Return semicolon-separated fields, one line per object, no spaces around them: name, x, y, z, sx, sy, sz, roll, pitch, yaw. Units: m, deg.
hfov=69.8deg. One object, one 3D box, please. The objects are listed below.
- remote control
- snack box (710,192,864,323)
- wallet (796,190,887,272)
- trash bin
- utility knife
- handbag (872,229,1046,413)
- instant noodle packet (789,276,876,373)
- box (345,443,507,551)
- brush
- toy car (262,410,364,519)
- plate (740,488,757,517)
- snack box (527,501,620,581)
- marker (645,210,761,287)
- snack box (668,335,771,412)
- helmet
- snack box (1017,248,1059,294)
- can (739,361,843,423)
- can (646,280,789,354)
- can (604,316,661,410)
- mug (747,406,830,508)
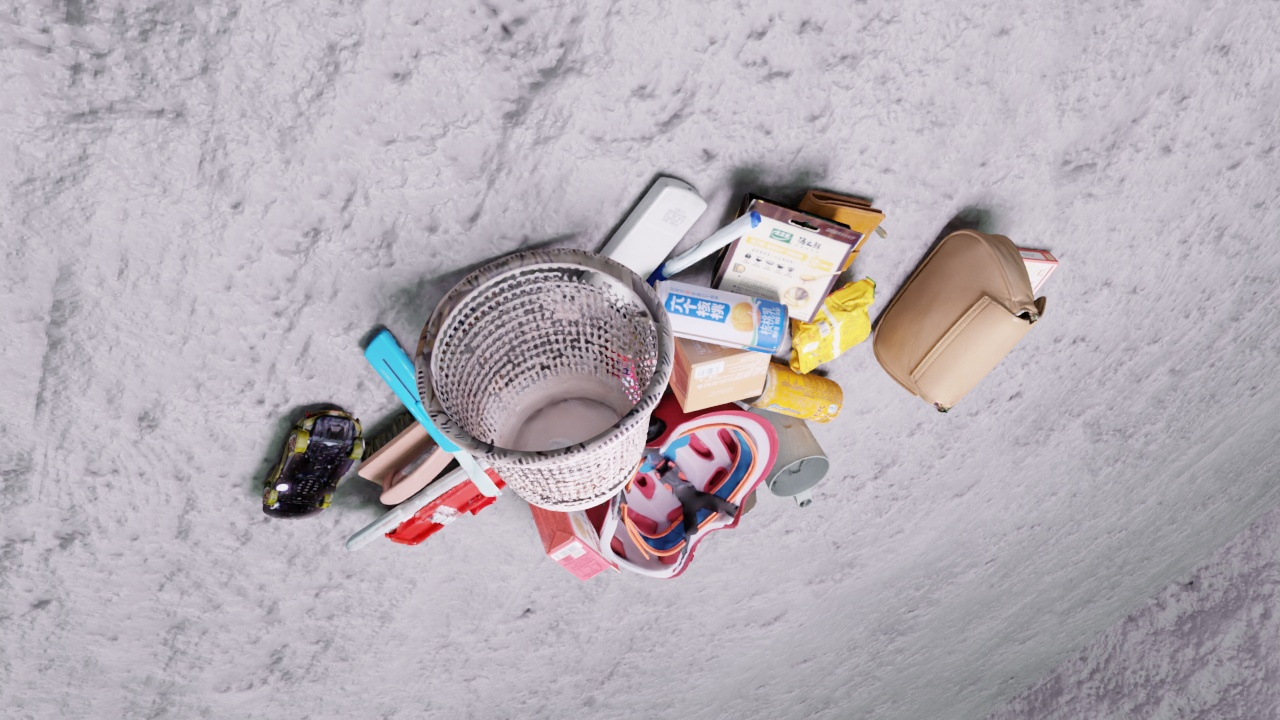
remote control;-0.001;-0.112;0.888;0.058;0.021;0.150;17;126;-40
snack box;0.143;-0.106;0.912;0.113;0.053;0.126;17;131;-6
wallet;0.189;-0.118;0.977;0.119;0.035;0.131;6;135;-29
trash bin;-0.078;0.039;0.870;0.227;0.227;0.192;-19;147;-8
utility knife;-0.200;0.059;0.902;0.034;0.018;0.208;-29;112;11
handbag;0.368;-0.046;1.059;0.099;0.147;0.205;3;138;-29
instant noodle packet;0.217;-0.039;1.052;0.111;0.044;0.128;-31;158;-2
box;-0.215;0.149;1.023;0.201;0.050;0.160;-33;165;12
brush;-0.222;0.086;0.957;0.146;0.073;0.063;-37;139;12
toy car;-0.340;0.110;0.944;0.070;0.042;0.158;13;127;-38
plate;0.075;0.191;1.207;0.164;0.164;0.034;-28;98;11
snack box;-0.086;0.205;1.131;0.044;0.113;0.127;-31;141;5
marker;0.057;-0.106;0.891;0.146;0.016;0.017;-28;147;37
snack box;0.076;-0.011;0.986;0.092;0.094;0.077;-13;140;-15
helmet;0.031;0.121;1.079;0.240;0.144;0.207;-43;134;2
snack box;0.453;-0.074;1.168;0.077;0.027;0.156;2;134;-29
can;0.184;0.039;1.129;0.145;0.058;0.058;14;127;-39
can;0.076;-0.043;0.913;0.134;0.053;0.053;11;134;-5
can;-0.006;0.006;0.983;0.066;0.066;0.094;-12;140;-16
mug;0.186;0.121;1.189;0.083;0.103;0.124;-24;143;-2
